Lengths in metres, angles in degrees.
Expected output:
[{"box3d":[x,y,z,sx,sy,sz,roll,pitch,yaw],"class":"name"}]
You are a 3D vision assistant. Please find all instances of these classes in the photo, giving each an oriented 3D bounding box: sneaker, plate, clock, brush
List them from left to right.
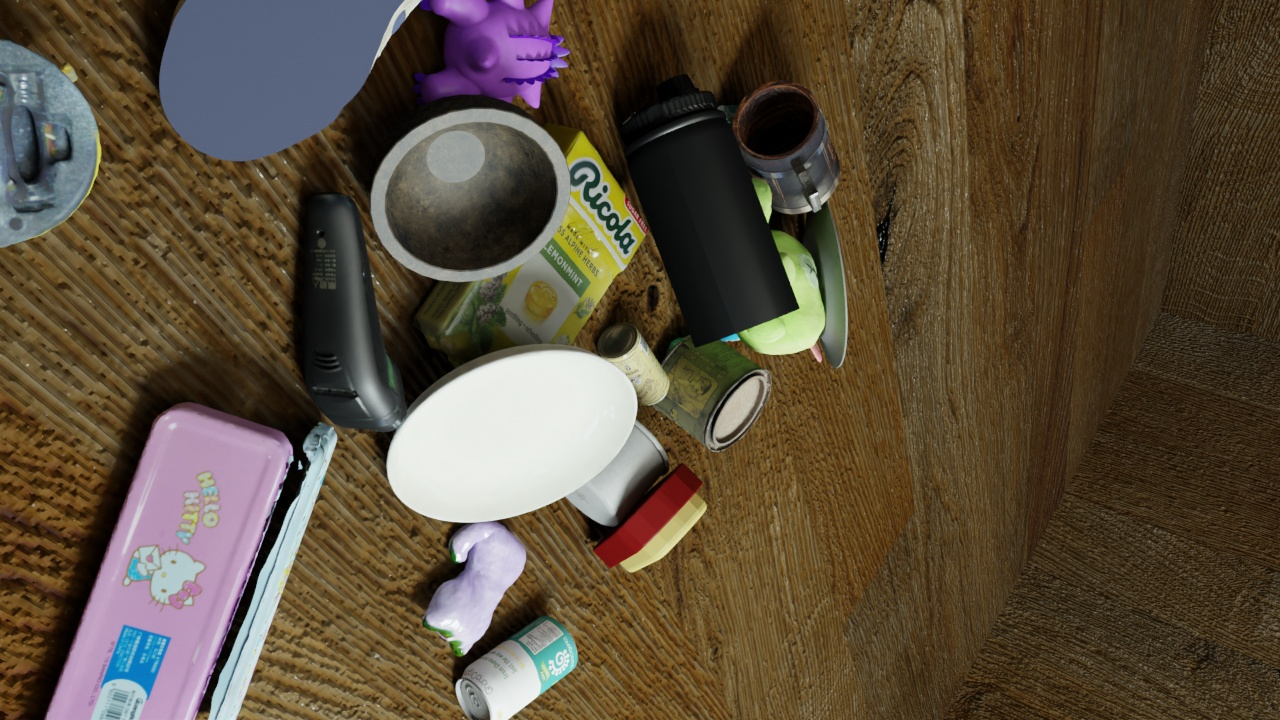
[{"box3d":[-0.283,-0.089,0.366,0.118,0.057,0.083,-18,122,-47],"class":"clock"},{"box3d":[-0.156,-0.218,0.468,0.233,0.118,0.091,-38,138,16],"class":"sneaker"},{"box3d":[-0.093,0.048,0.658,0.182,0.034,0.183,-17,141,-14],"class":"plate"},{"box3d":[0.010,0.144,0.804,0.082,0.042,0.174,-44,175,-21],"class":"brush"},{"box3d":[0.181,-0.081,0.924,0.178,0.012,0.178,1,81,-89],"class":"plate"}]

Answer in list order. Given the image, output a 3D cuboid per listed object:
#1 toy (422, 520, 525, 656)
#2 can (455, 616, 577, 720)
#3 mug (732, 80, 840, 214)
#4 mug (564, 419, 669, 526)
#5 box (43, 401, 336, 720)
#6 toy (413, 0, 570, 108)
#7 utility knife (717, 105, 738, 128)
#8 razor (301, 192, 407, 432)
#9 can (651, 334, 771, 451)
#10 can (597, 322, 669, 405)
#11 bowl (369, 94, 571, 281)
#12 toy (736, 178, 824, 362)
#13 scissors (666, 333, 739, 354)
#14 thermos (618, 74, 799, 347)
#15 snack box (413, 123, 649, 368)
[{"box3d":[-0.133,0.174,0.722,0.099,0.036,0.080,-55,133,-25],"class":"toy"},{"box3d":[-0.105,0.266,0.789,0.101,0.055,0.055,-25,127,-44],"class":"can"},{"box3d":[0.137,-0.173,0.811,0.080,0.115,0.107,-28,158,11],"class":"mug"},{"box3d":[-0.032,0.078,0.761,0.070,0.084,0.113,-46,141,-24],"class":"mug"},{"box3d":[-0.259,0.129,0.540,0.090,0.091,0.214,20,92,-12],"class":"box"},{"box3d":[-0.087,-0.192,0.569,0.087,0.056,0.106,-22,132,-49],"class":"toy"},{"box3d":[0.123,-0.228,0.859,0.166,0.015,0.022,-17,121,-46],"class":"utility knife"},{"box3d":[-0.175,-0.027,0.557,0.067,0.054,0.151,-51,142,-67],"class":"razor"},{"box3d":[0.066,0.029,0.855,0.089,0.074,0.090,-34,144,-29],"class":"can"},{"box3d":[-0.005,0.005,0.796,0.038,0.038,0.079,-55,143,-17],"class":"can"},{"box3d":[-0.109,-0.114,0.568,0.121,0.056,0.121,-14,137,-14],"class":"bowl"},{"box3d":[0.111,-0.073,0.849,0.197,0.107,0.150,55,21,-60],"class":"toy"},{"box3d":[0.075,-0.035,0.903,0.139,0.013,0.118,-3,108,-49],"class":"scissors"},{"box3d":[0.047,-0.118,0.704,0.085,0.086,0.198,-22,91,-46],"class":"thermos"},{"box3d":[-0.073,-0.063,0.664,0.180,0.045,0.121,-58,144,-13],"class":"snack box"}]
